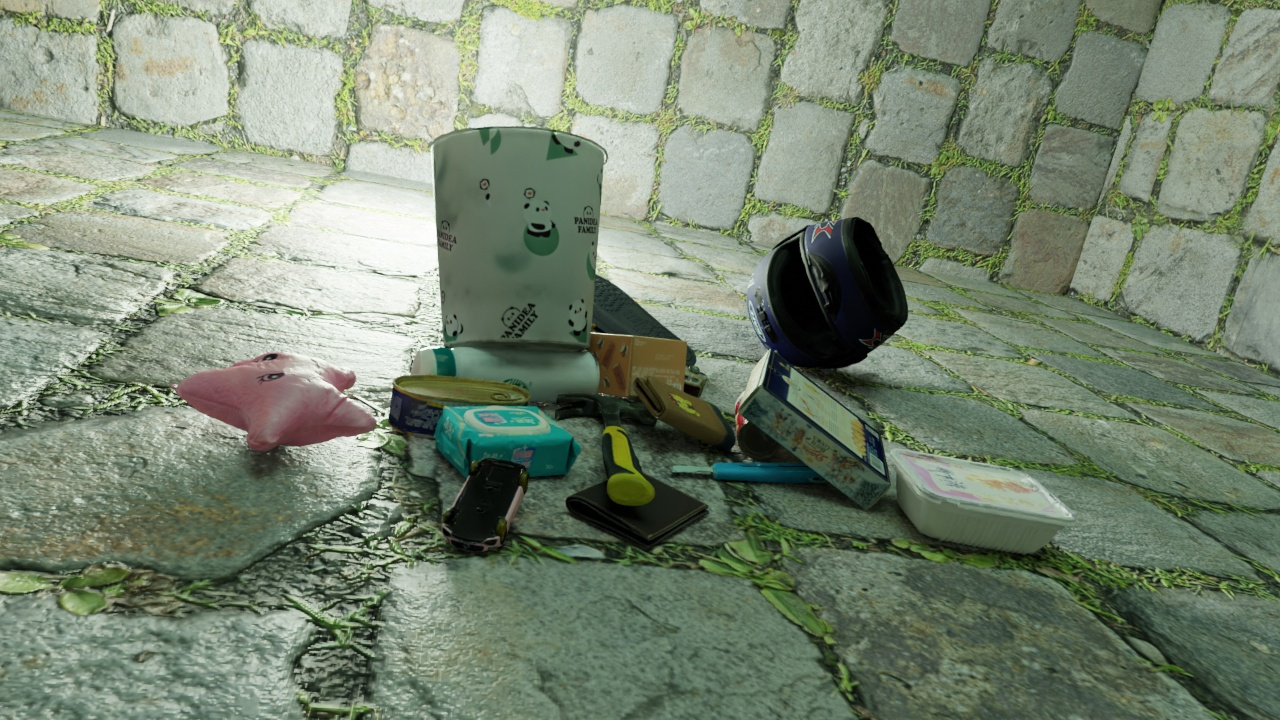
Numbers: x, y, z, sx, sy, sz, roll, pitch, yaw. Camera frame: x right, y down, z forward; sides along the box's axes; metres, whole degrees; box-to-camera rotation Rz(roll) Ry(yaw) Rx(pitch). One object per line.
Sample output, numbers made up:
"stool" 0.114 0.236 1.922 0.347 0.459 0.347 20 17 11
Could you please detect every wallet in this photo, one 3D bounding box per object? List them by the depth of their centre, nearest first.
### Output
"wallet" 0.000 0.139 0.879 0.096 0.020 0.122 24 19 26
"wallet" 0.052 0.062 1.091 0.115 0.033 0.090 25 16 -32

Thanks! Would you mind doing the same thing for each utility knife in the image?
"utility knife" 0.121 0.124 1.023 0.194 0.018 0.034 4 18 -22

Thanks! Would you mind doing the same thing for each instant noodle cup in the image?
"instant noodle cup" 0.362 0.158 1.000 0.173 0.060 0.138 9 16 -6

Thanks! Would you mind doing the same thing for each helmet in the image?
"helmet" 0.296 -0.103 1.531 0.241 0.247 0.314 -25 -6 24

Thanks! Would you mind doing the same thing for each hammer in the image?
"hammer" -0.029 0.086 0.977 0.126 0.032 0.323 8 11 -6

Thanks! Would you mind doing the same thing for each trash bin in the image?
"trash bin" -0.153 -0.139 1.159 0.229 0.252 0.229 -1 -4 0

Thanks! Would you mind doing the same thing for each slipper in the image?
"slipper" -0.038 -0.046 1.421 0.268 0.083 0.110 37 26 17

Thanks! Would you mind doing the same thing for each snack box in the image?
"snack box" 0.206 0.075 1.080 0.182 0.046 0.177 37 18 1
"snack box" -0.007 0.007 1.179 0.092 0.077 0.094 5 1 -39

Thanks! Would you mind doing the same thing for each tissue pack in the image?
"tissue pack" -0.134 0.081 0.927 0.133 0.050 0.093 1 18 -34

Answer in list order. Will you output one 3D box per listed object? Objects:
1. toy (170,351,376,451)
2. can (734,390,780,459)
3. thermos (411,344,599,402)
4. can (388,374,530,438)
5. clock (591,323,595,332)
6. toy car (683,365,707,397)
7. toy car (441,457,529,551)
"toy" -0.350 0.038 0.875 0.178 0.075 0.194 4 18 -25
"can" 0.145 0.076 1.142 0.053 0.053 0.132 12 15 1
"thermos" -0.162 0.020 1.100 0.223 0.073 0.073 2 18 -30
"can" -0.194 0.051 0.988 0.148 0.049 0.074 5 17 -22
"clock" -0.110 -0.027 1.273 0.122 0.082 0.055 14 9 18
"toy car" 0.045 0.024 1.272 0.090 0.042 0.035 18 35 2
"toy car" -0.133 0.126 0.798 0.056 0.037 0.122 10 28 5
